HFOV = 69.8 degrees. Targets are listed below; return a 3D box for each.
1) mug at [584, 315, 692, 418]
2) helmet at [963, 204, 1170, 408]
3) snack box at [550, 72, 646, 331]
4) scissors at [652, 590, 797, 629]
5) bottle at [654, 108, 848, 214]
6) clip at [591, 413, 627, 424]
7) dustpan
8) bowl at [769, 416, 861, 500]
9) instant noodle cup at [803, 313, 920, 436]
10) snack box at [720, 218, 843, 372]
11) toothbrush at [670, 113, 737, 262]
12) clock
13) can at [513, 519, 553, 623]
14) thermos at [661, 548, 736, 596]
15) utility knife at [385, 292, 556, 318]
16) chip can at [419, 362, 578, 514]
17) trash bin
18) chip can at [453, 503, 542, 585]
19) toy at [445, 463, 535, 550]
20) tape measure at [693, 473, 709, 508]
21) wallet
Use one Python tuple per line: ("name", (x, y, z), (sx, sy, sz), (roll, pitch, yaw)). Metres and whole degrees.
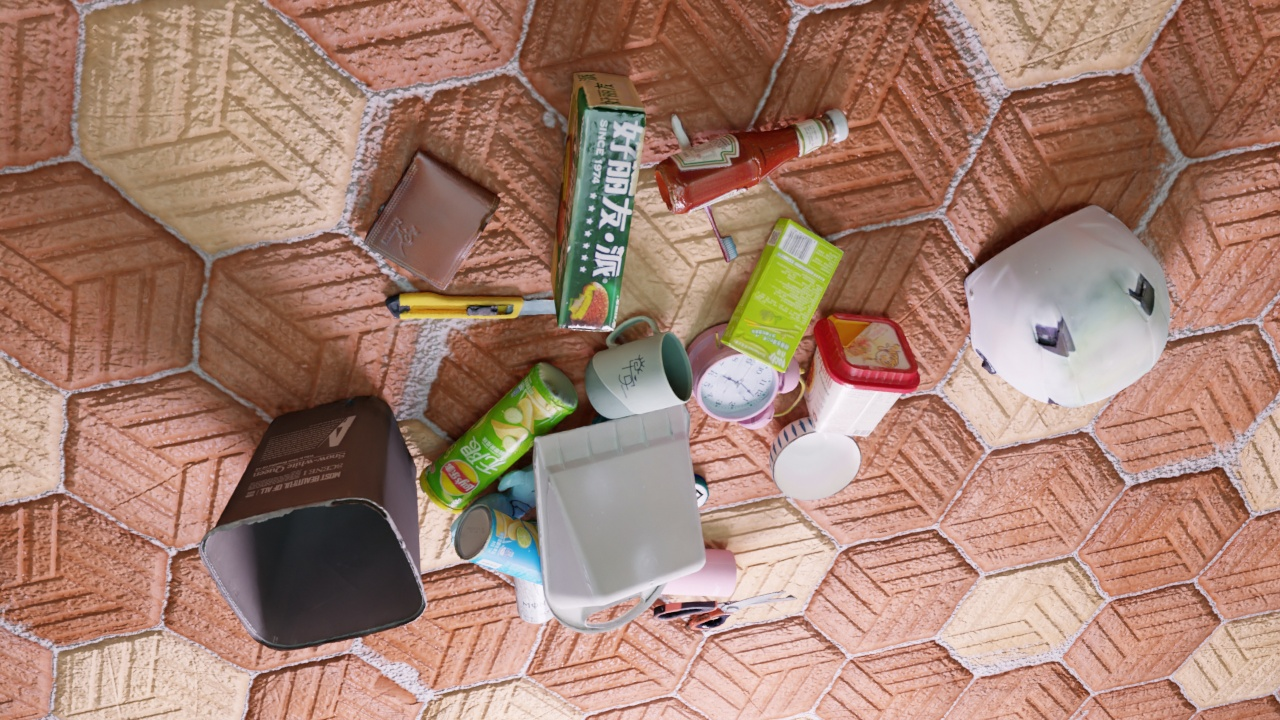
("mug", (-0.006, 0.006, 1.067), (0.106, 0.111, 0.082), (-15, 170, 26))
("helmet", (0.524, -0.039, 1.087), (0.229, 0.145, 0.259), (-26, 124, 9))
("snack box", (-0.046, -0.159, 0.934), (0.063, 0.114, 0.241), (3, 123, -12))
("scissors", (0.120, 0.356, 1.311), (0.197, 0.015, 0.214), (4, 147, -3))
("bottle", (0.118, -0.212, 0.952), (0.206, 0.059, 0.060), (-22, 124, -7))
("clip", (-0.039, 0.068, 1.145), (0.055, 0.013, 0.034), (-39, 120, 16))
("dustpan", (-0.034, 0.209, 1.145), (0.222, 0.257, 0.143), (-11, 173, -33))
("bowl", (0.220, 0.118, 1.188), (0.116, 0.066, 0.117), (-4, 123, -6))
("instant noodle cup", (0.258, 0.022, 1.111), (0.116, 0.116, 0.124), (5, 133, -12))
("snack box", (0.161, -0.073, 1.042), (0.085, 0.026, 0.156), (24, 92, -24))
("toothbrush", (0.071, -0.184, 0.996), (0.017, 0.016, 0.188), (-27, 124, -1))
("clock", (0.128, 0.024, 1.116), (0.158, 0.059, 0.117), (21, 118, -24))
("can", (-0.144, 0.288, 1.246), (0.058, 0.058, 0.147), (-4, 124, -7))
("thermos", (0.033, 0.283, 1.265), (0.198, 0.067, 0.087), (7, 133, -13))
("utility knife", (-0.176, -0.061, 1.036), (0.218, 0.015, 0.033), (-1, 126, -9))
("chip can", (-0.169, 0.093, 1.106), (0.222, 0.072, 0.072), (-42, 120, 18))
("trash bin", (-0.350, 0.170, 1.039), (0.199, 0.219, 0.199), (-12, 125, -1))
("chip can", (-0.128, 0.242, 1.142), (0.071, 0.071, 0.210), (-43, 131, 18))
("toy", (-0.182, 0.191, 1.169), (0.156, 0.050, 0.162), (-24, 152, -19))
("tape measure", (0.064, 0.177, 1.227), (0.058, 0.025, 0.055), (34, 113, -27))
("wallet", (-0.220, -0.147, 0.965), (0.101, 0.032, 0.125), (29, 114, -22))
